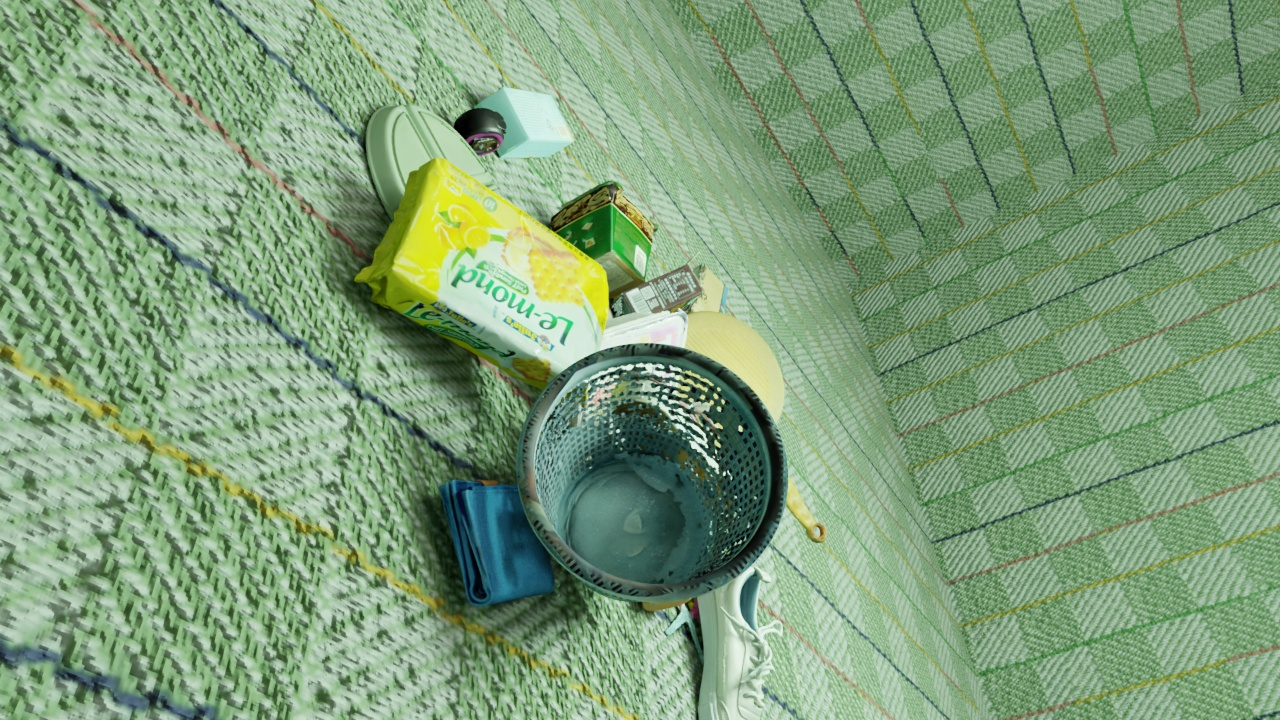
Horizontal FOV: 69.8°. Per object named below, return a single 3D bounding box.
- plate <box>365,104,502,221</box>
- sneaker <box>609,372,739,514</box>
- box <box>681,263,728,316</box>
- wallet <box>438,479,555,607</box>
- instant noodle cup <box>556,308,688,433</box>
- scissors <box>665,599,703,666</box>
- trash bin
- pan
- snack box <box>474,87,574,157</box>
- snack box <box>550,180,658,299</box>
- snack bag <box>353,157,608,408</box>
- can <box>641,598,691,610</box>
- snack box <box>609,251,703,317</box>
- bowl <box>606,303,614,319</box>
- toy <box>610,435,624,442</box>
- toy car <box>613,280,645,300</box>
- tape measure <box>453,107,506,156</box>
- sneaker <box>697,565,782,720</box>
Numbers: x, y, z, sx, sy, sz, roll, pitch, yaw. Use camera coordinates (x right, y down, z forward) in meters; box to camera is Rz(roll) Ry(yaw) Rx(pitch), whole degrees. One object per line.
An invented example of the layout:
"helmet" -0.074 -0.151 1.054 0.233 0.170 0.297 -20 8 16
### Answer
"plate" -0.203 -0.173 0.981 0.230 0.028 0.229 49 26 -35
"sneaker" 0.044 0.080 0.987 0.241 0.118 0.087 54 36 -40
"box" 0.072 -0.072 1.322 0.062 0.090 0.183 47 28 -13
"wallet" -0.120 0.152 0.781 0.133 0.040 0.106 28 42 -71
"instant noodle cup" -0.027 0.009 1.034 0.173 0.060 0.138 -21 128 -47
"scissors" 0.054 0.294 1.079 0.133 0.017 0.133 -11 79 -65
"trash bin" 0.000 0.127 0.838 0.195 0.226 0.226 104 -27 -62
"pan" 0.139 0.095 1.193 0.357 0.078 0.197 48 59 0
"snack box" -0.153 -0.318 1.236 0.074 0.052 0.174 62 20 -3
"snack box" -0.046 -0.146 1.209 0.118 0.118 0.105 38 37 -45
"snack bag" -0.136 -0.071 0.869 0.246 0.068 0.157 32 47 -27
"can" 0.014 0.201 1.024 0.058 0.058 0.146 30 39 -56
"snack box" 0.016 -0.074 1.162 0.125 0.113 0.053 -25 83 -25
"bowl" -0.083 -0.054 1.082 0.113 0.062 0.113 48 27 -34
"toy" -0.022 0.067 1.123 0.084 0.039 0.107 68 19 1
"toy car" -0.006 -0.063 1.307 0.071 0.041 0.156 -9 78 -69
"tape measure" -0.189 -0.267 1.080 0.057 0.057 0.039 -8 69 -34
"sneaker" 0.120 0.349 1.044 0.089 0.091 0.241 42 38 -45
